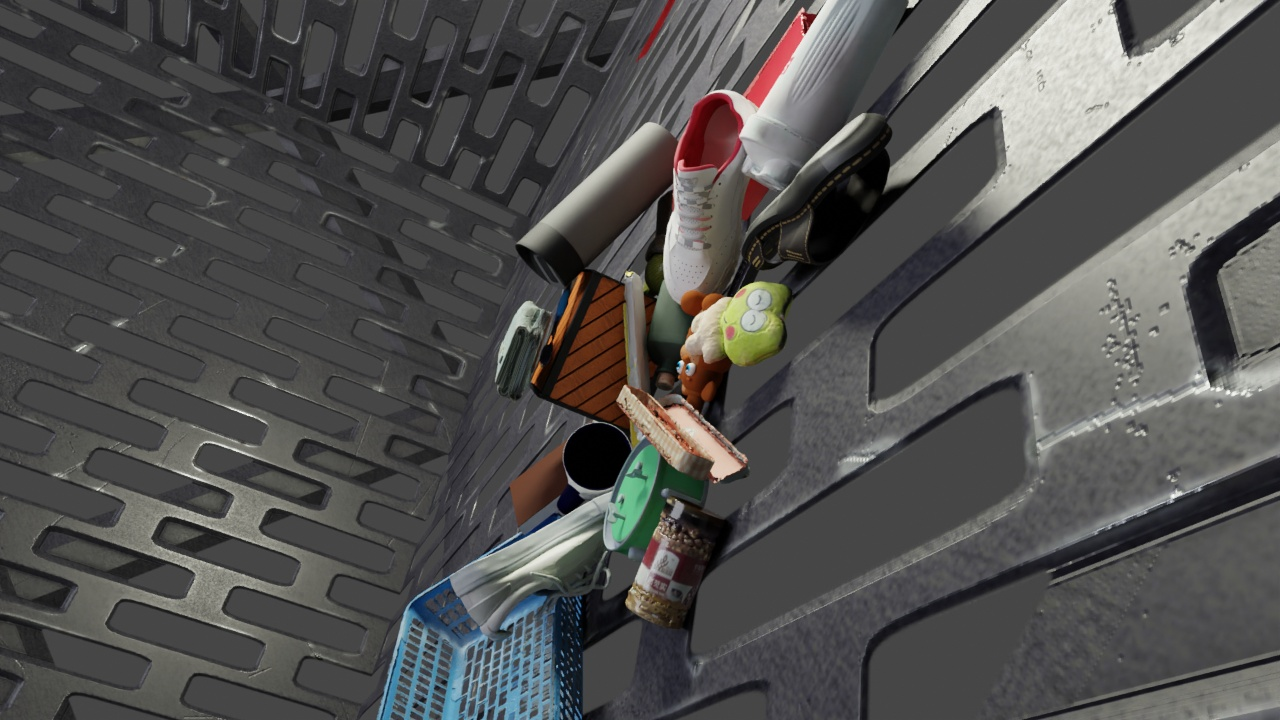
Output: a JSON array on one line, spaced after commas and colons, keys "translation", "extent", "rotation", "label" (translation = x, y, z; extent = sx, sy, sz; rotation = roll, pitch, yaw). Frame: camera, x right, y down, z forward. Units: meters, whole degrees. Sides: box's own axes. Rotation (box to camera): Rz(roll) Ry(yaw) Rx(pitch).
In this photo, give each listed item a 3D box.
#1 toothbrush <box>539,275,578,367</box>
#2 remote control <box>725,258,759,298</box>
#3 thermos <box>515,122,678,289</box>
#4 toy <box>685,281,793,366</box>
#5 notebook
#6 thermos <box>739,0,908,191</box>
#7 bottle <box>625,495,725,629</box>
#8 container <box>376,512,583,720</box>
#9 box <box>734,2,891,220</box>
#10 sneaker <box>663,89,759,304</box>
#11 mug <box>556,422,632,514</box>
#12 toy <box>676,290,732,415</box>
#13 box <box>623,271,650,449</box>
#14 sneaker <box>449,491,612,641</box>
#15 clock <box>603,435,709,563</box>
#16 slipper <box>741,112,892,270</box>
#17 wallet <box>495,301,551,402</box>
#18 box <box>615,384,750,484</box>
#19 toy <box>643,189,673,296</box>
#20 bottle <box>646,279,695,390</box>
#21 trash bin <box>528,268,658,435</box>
[{"translation": [-0.100, -0.074, 1.183], "extent": [0.017, 0.016, 0.188], "rotation": [121, 167, -63], "label": "toothbrush"}, {"translation": [0.104, -0.067, 1.016], "extent": [0.032, 0.015, 0.136], "rotation": [-116, 49, -71], "label": "remote control"}, {"translation": [-0.048, -0.198, 1.182], "extent": [0.240, 0.082, 0.082], "rotation": [-46, 10, -15], "label": "thermos"}, {"translation": [0.094, -0.032, 0.892], "extent": [0.115, 0.046, 0.092], "rotation": [-11, 52, 37], "label": "toy"}, {"translation": [-0.098, 0.144, 1.228], "extent": [0.171, 0.022, 0.209], "rotation": [-37, 12, -4], "label": "notebook"}, {"translation": [0.182, -0.276, 0.927], "extent": [0.220, 0.099, 0.099], "rotation": [-60, 16, 8], "label": "thermos"}, {"translation": [0.031, 0.180, 0.819], "extent": [0.105, 0.056, 0.056], "rotation": [-67, 15, -2], "label": "bottle"}, {"translation": [-0.168, 0.361, 1.028], "extent": [0.257, 0.089, 0.361], "rotation": [-33, 25, 13], "label": "container"}, {"translation": [0.158, -0.287, 1.090], "extent": [0.152, 0.164, 0.215], "rotation": [-19, -24, -44], "label": "box"}, {"translation": [0.065, -0.176, 0.992], "extent": [0.104, 0.090, 0.237], "rotation": [2, -74, -64], "label": "sneaker"}, {"translation": [-0.057, 0.133, 1.071], "extent": [0.111, 0.078, 0.097], "rotation": [-50, -12, -11], "label": "mug"}, {"translation": [0.065, -0.006, 0.972], "extent": [0.095, 0.065, 0.127], "rotation": [14, 86, 66], "label": "toy"}, {"translation": [-0.004, 0.006, 1.073], "extent": [0.129, 0.036, 0.209], "rotation": [82, -175, -86], "label": "box"}, {"translation": [-0.081, 0.216, 0.982], "extent": [0.241, 0.090, 0.090], "rotation": [-24, -10, -36], "label": "sneaker"}, {"translation": [0.009, 0.131, 0.931], "extent": [0.122, 0.075, 0.161], "rotation": [-62, 15, 15], "label": "clock"}, {"translation": [0.160, -0.132, 0.813], "extent": [0.113, 0.076, 0.268], "rotation": [-44, 0, -13], "label": "slipper"}, {"translation": [-0.149, -0.013, 1.156], "extent": [0.131, 0.054, 0.100], "rotation": [-105, 32, -73], "label": "wallet"}, {"translation": [0.038, 0.069, 0.879], "extent": [0.042, 0.082, 0.187], "rotation": [-65, 27, 10], "label": "box"}, {"translation": [0.053, -0.154, 1.204], "extent": [0.180, 0.078, 0.152], "rotation": [156, 129, -70], "label": "toy"}, {"translation": [0.042, -0.026, 1.059], "extent": [0.061, 0.061, 0.131], "rotation": [72, -150, -58], "label": "bottle"}, {"translation": [-0.046, -0.014, 1.214], "extent": [0.172, 0.139, 0.140], "rotation": [-66, 15, 1], "label": "trash bin"}]
